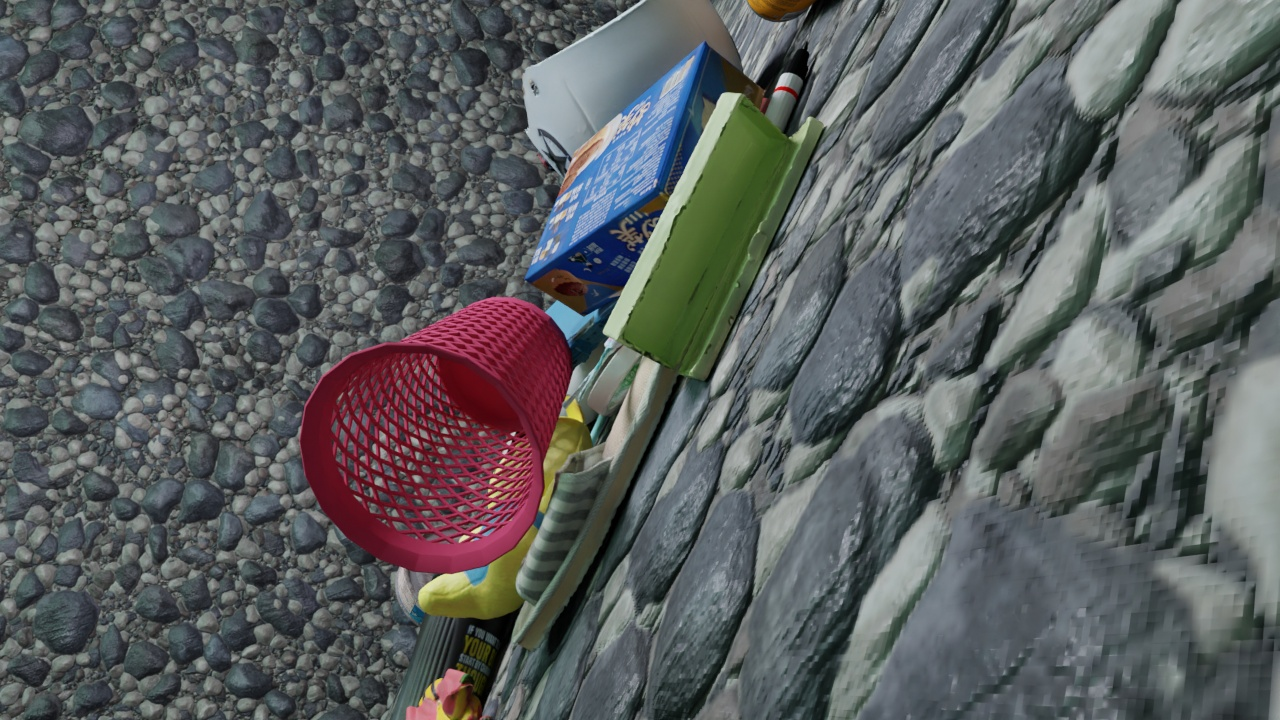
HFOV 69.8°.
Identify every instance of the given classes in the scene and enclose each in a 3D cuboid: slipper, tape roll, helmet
[{"bbox_3d":[-0.036,0.088,0.699,0.272,0.054,0.114,-63,1,-2],"label":"slipper"},{"bbox_3d":[-0.010,0.007,0.784,0.093,0.018,0.094,-51,-9,-12],"label":"tape roll"},{"bbox_3d":[0.012,-0.247,0.959,0.236,0.163,0.264,-30,-9,-4],"label":"helmet"}]

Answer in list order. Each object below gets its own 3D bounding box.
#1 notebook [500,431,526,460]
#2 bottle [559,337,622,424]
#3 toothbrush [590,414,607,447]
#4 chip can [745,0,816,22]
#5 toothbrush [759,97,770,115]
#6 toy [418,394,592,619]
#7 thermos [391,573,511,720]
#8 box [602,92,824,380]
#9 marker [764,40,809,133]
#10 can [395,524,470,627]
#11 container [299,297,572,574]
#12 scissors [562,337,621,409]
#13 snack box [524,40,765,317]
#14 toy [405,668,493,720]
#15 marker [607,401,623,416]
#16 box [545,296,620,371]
[{"bbox_3d":[-0.095,0.047,1.091,0.208,0.008,0.141,-68,-25,-20],"label":"notebook"},{"bbox_3d":[-0.058,0.029,1.010,0.196,0.052,0.052,-58,10,40],"label":"bottle"},{"bbox_3d":[-0.072,0.124,0.953,0.181,0.016,0.016,-63,6,5],"label":"toothbrush"},{"bbox_3d":[0.140,-0.344,0.775,0.075,0.075,0.215,-64,8,8],"label":"chip can"},{"bbox_3d":[0.074,-0.148,0.827,0.190,0.016,0.016,-64,10,0],"label":"toothbrush"},{"bbox_3d":[-0.104,0.140,0.847,0.149,0.084,0.213,-35,20,30],"label":"toy"},{"bbox_3d":[-0.186,0.289,0.921,0.098,0.098,0.220,128,161,-58],"label":"thermos"},{"bbox_3d":[0.053,-0.080,0.625,0.188,0.090,0.077,-66,-23,-1],"label":"box"},{"bbox_3d":[0.107,-0.191,0.720,0.145,0.019,0.019,-67,8,-16],"label":"marker"},{"bbox_3d":[-0.224,0.263,1.100,0.044,0.130,0.129,-59,10,39],"label":"can"},{"bbox_3d":[-0.142,0.037,0.765,0.183,0.183,0.225,-62,1,22],"label":"container"},{"bbox_3d":[-0.013,-0.023,0.719,0.171,0.013,0.172,-52,6,33],"label":"scissors"},{"bbox_3d":[-0.001,-0.143,0.766,0.203,0.069,0.154,-24,43,52],"label":"snack box"},{"bbox_3d":[-0.173,0.315,0.807,0.104,0.046,0.084,-3,62,54],"label":"toy"},{"bbox_3d":[-0.005,0.005,0.868,0.020,0.017,0.134,-43,-13,-53],"label":"marker"},{"bbox_3d":[-0.034,-0.082,0.904,0.232,0.047,0.176,-40,25,38],"label":"box"}]
